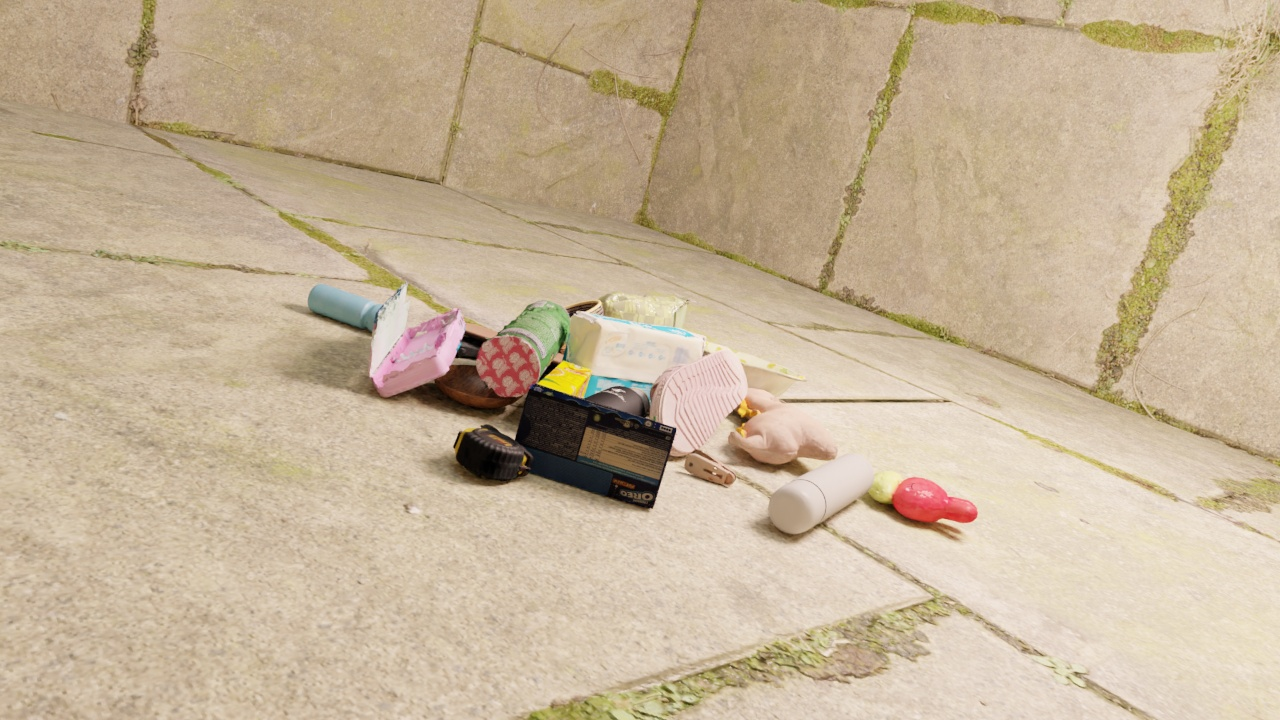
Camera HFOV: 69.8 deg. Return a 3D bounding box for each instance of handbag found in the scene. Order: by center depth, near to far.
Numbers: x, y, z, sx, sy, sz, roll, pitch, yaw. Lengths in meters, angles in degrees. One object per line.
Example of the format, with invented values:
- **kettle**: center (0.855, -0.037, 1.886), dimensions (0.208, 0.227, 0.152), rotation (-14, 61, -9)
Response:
- **handbag**: center (-0.010, -0.060, 1.488), dimensions (0.186, 0.113, 0.117), rotation (5, 9, -36)

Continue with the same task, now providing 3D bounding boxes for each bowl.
- **bowl**: center (-0.186, 0.035, 1.051), dimensions (0.102, 0.026, 0.114), rotation (20, 15, 16)
- **bowl**: center (-0.104, -0.043, 1.378), dimensions (0.112, 0.061, 0.112), rotation (-17, 15, 4)
- **bowl**: center (0.150, 0.021, 1.427), dimensions (0.219, 0.060, 0.188), rotation (23, 8, 35)

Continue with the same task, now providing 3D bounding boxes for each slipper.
- **slipper**: center (0.061, 0.048, 1.143), dimensions (0.065, 0.094, 0.238), rotation (-18, 7, 32)

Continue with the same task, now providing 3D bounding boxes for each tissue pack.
- **tissue pack**: center (-0.007, 0.007, 1.190), dimensions (0.209, 0.117, 0.066), rotation (9, 12, -32)

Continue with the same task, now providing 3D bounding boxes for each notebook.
- **notebook**: center (-0.164, -0.018, 1.284), dimensions (0.209, 0.008, 0.141), rotation (19, 3, 9)

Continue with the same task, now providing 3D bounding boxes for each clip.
- **clip**: center (0.076, 0.121, 1.018), dimensions (0.061, 0.025, 0.043), rotation (25, 15, 20)

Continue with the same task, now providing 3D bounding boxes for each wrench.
- **wrench**: center (-0.148, 0.006, 1.247), dimensions (0.273, 0.018, 0.073), rotation (16, 12, -6)

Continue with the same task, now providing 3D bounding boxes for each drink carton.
- **drink carton**: center (-0.092, 0.044, 1.061), dimensions (0.043, 0.058, 0.134), rotation (19, 13, 4)

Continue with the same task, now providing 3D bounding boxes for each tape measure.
- **tape measure**: center (-0.141, 0.090, 0.861), dimensions (0.067, 0.038, 0.062), rotation (26, 8, 27)

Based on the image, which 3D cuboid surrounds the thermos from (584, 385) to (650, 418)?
- **thermos**: center (-0.040, 0.065, 1.027), dimensions (0.061, 0.061, 0.230), rotation (20, 13, 16)

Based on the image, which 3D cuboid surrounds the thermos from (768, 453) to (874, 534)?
- **thermos**: center (0.201, 0.144, 1.009), dimensions (0.052, 0.052, 0.223), rotation (23, 15, 27)

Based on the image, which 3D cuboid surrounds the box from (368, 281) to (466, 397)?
- **box**: center (-0.267, -0.040, 1.072), dimensions (0.085, 0.097, 0.230), rotation (-20, 16, 1)

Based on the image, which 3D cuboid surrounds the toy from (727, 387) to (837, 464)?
- **toy**: center (0.155, 0.076, 1.225), dimensions (0.196, 0.065, 0.264), rotation (11, 11, -22)

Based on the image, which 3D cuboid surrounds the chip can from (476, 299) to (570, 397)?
- **chip can**: center (-0.135, -0.020, 1.106), dimensions (0.075, 0.075, 0.223), rotation (17, 14, 1)

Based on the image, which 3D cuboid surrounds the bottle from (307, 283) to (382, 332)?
- **bottle**: center (-0.374, -0.065, 1.213), dimensions (0.130, 0.040, 0.040), rotation (19, 13, 10)

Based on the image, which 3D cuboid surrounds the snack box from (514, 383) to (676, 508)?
- **snack box**: center (-0.047, 0.084, 0.894), dimensions (0.150, 0.082, 0.027), rotation (18, 12, 3)

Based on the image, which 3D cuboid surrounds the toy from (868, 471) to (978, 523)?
- **toy**: center (0.336, 0.165, 1.100), dimensions (0.135, 0.045, 0.091), rotation (16, 14, 27)
